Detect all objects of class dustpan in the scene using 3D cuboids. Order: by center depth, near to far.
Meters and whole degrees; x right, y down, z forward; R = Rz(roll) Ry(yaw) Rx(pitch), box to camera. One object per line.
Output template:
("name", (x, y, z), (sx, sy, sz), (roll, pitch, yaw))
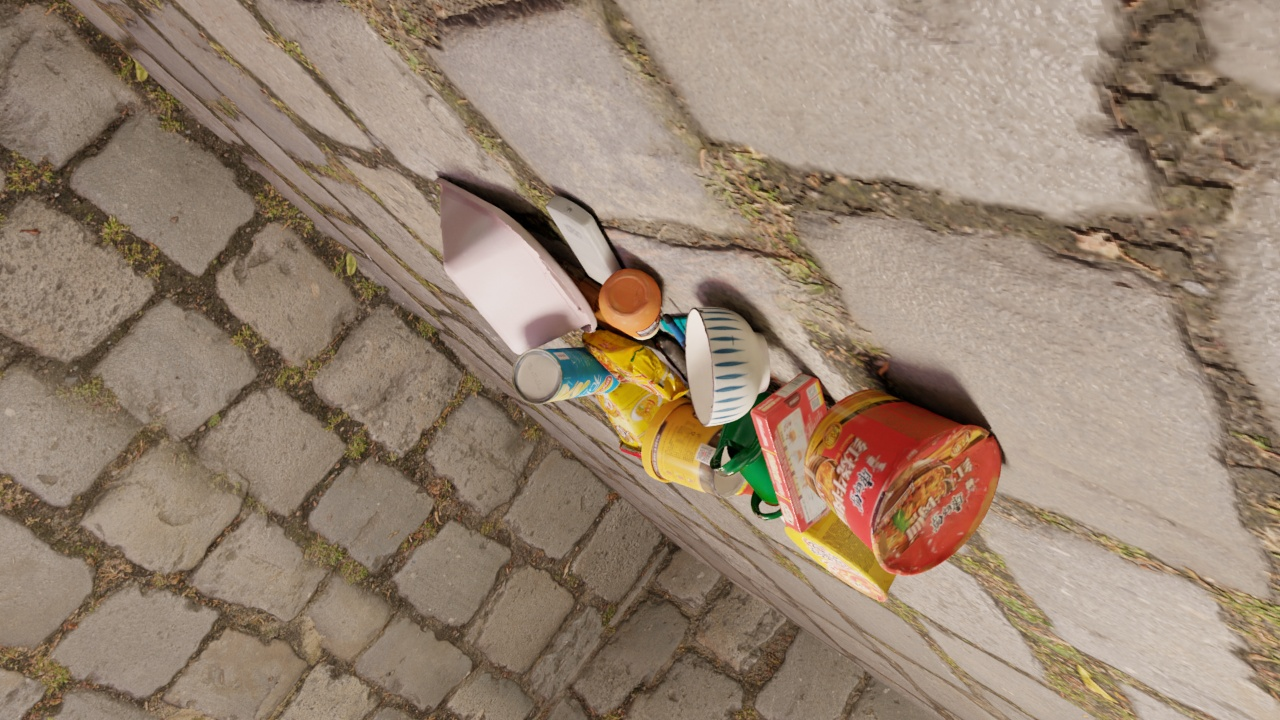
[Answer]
("dustpan", (-0.147, -0.129, 1.182), (0.222, 0.139, 0.273), (52, -164, -37))

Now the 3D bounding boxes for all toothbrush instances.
("toothbrush", (0.075, 0.009, 1.054), (0.016, 0.014, 0.189), (17, 153, 48))

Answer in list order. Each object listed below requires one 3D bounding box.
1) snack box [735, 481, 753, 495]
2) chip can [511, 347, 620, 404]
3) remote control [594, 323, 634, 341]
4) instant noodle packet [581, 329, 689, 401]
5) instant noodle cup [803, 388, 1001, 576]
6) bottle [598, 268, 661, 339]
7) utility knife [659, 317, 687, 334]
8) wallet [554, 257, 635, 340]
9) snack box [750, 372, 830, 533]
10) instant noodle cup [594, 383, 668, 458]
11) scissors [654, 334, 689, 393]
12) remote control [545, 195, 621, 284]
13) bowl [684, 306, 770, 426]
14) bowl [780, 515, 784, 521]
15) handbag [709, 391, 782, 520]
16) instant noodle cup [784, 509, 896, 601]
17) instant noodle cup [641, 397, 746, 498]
("snack box", (0.140, 0.150, 1.297), (0.080, 0.082, 0.091), (24, -178, -44))
("chip can", (-0.092, 0.017, 1.218), (0.071, 0.071, 0.210), (35, -167, 16))
("remote control", (-0.047, -0.045, 1.261), (0.136, 0.024, 0.053), (36, 172, -2))
("instant noodle packet", (-0.007, 0.007, 1.180), (0.110, 0.044, 0.128), (38, 169, -37))
("instant noodle cup", (0.214, 0.094, 0.772), (0.138, 0.138, 0.108), (48, 174, -38))
("bottle", (-0.004, -0.054, 1.023), (0.067, 0.066, 0.149), (36, 176, 13))
("utility knife", (0.053, -0.036, 1.023), (0.029, 0.013, 0.166), (47, 166, -16))
("wallet", (-0.061, -0.076, 1.181), (0.132, 0.031, 0.108), (36, 170, 8))
("snack box", (0.163, 0.095, 0.927), (0.025, 0.075, 0.153), (23, 141, 52))
("instant noodle cup", (-0.001, 0.068, 1.372), (0.123, 0.116, 0.116), (54, 166, -13))
("scissors", (0.089, 0.041, 1.188), (0.221, 0.021, 0.234), (45, 166, -26))
("remote control", (-0.054, -0.124, 0.994), (0.058, 0.021, 0.150), (32, 167, 27))
("bowl", (0.087, 0.004, 0.895), (0.066, 0.116, 0.116), (-5, 172, -8))
("bowl", (0.237, 0.213, 1.299), (0.113, 0.062, 0.113), (38, 169, 8))
("handbag", (0.141, 0.104, 1.032), (0.068, 0.120, 0.131), (19, 156, 44))
("instant noodle cup", (0.251, 0.189, 1.047), (0.138, 0.109, 0.138), (37, 168, 9))
("instant noodle cup", (0.081, 0.122, 1.229), (0.114, 0.118, 0.118), (20, 159, 39))
